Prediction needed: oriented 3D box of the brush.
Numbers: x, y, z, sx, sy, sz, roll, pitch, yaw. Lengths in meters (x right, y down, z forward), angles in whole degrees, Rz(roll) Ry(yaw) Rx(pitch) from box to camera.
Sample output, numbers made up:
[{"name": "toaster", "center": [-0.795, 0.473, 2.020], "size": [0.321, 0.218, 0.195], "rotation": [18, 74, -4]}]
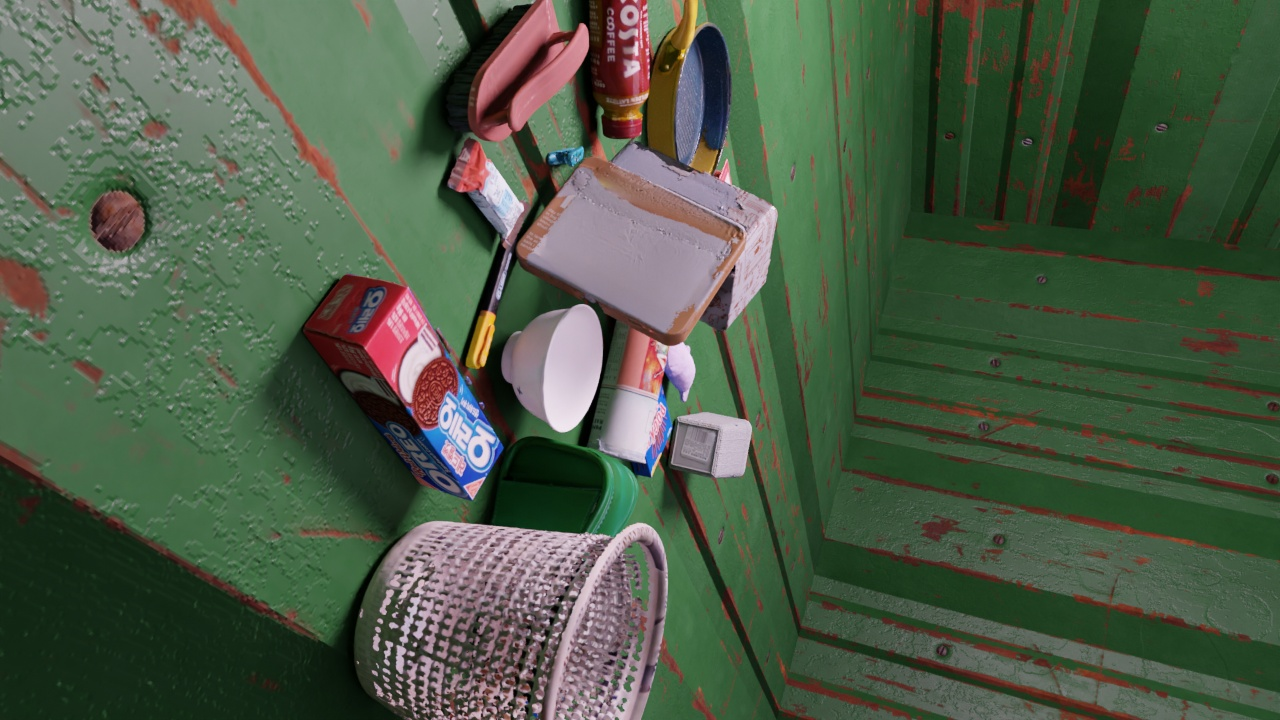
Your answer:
[{"name": "brush", "center": [-0.094, -0.224, 0.722], "size": [0.063, 0.069, 0.145], "rotation": [76, 32, -45]}]

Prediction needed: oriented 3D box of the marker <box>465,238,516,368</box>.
[{"name": "marker", "center": [-0.127, -0.052, 0.794], "size": [0.018, 0.015, 0.123], "rotation": [51, 50, -68]}]

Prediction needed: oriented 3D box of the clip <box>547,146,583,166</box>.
[{"name": "clip", "center": [-0.067, -0.195, 0.873], "size": [0.056, 0.049, 0.015], "rotation": [-55, 147, -64]}]

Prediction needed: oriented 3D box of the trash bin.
[{"name": "trash bin", "center": [-0.105, 0.221, 0.726], "size": [0.227, 0.192, 0.227], "rotation": [11, 89, -69]}]

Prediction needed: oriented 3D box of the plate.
[{"name": "plate", "center": [-0.085, 0.249, 0.934], "size": [0.179, 0.024, 0.179], "rotation": [7, 78, -38]}]

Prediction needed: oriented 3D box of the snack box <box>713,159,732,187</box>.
[{"name": "snack box", "center": [0.090, -0.190, 1.240], "size": [0.127, 0.044, 0.113], "rotation": [66, 40, -57]}]

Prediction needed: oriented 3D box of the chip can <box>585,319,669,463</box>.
[{"name": "chip can", "center": [-0.006, 0.006, 1.052], "size": [0.071, 0.071, 0.214], "rotation": [30, 71, -68]}]

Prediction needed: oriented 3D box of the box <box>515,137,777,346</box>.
[{"name": "box", "center": [0.008, -0.089, 0.881], "size": [0.192, 0.183, 0.157], "rotation": [-51, 159, -24]}]

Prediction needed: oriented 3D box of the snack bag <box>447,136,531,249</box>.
[{"name": "snack bag", "center": [-0.122, -0.135, 0.753], "size": [0.048, 0.026, 0.104], "rotation": [-68, 157, -13]}]

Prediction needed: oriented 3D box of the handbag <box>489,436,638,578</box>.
[{"name": "handbag", "center": [-0.075, 0.136, 0.859], "size": [0.068, 0.131, 0.120], "rotation": [35, 71, -57]}]

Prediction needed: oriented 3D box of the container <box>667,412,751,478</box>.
[{"name": "container", "center": [0.100, 0.127, 1.357], "size": [0.114, 0.090, 0.090], "rotation": [7, 93, -65]}]

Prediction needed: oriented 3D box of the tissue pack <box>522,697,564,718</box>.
[{"name": "tissue pack", "center": [-0.095, 0.302, 0.986], "size": [0.095, 0.052, 0.156], "rotation": [61, 44, -54]}]

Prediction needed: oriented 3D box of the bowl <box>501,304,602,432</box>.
[{"name": "bowl", "center": [-0.088, 0.002, 0.848], "size": [0.118, 0.065, 0.118], "rotation": [11, 90, -68]}]

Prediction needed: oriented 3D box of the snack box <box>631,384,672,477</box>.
[{"name": "snack box", "center": [0.005, 0.071, 1.170], "size": [0.157, 0.026, 0.084], "rotation": [75, 32, -48]}]

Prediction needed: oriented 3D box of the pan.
[{"name": "pan", "center": [0.057, -0.335, 1.041], "size": [0.357, 0.078, 0.197], "rotation": [54, 49, -62]}]

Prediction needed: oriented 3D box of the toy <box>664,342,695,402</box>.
[{"name": "toy", "center": [0.049, -0.003, 1.231], "size": [0.108, 0.039, 0.083], "rotation": [51, 38, -57]}]

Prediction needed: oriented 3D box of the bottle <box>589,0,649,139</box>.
[{"name": "bottle", "center": [-0.020, -0.305, 0.887], "size": [0.057, 0.057, 0.175], "rotation": [-47, 142, -54]}]

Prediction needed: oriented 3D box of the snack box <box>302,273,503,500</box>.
[{"name": "snack box", "center": [-0.165, 0.026, 0.676], "size": [0.208, 0.057, 0.058], "rotation": [72, 38, -51]}]
